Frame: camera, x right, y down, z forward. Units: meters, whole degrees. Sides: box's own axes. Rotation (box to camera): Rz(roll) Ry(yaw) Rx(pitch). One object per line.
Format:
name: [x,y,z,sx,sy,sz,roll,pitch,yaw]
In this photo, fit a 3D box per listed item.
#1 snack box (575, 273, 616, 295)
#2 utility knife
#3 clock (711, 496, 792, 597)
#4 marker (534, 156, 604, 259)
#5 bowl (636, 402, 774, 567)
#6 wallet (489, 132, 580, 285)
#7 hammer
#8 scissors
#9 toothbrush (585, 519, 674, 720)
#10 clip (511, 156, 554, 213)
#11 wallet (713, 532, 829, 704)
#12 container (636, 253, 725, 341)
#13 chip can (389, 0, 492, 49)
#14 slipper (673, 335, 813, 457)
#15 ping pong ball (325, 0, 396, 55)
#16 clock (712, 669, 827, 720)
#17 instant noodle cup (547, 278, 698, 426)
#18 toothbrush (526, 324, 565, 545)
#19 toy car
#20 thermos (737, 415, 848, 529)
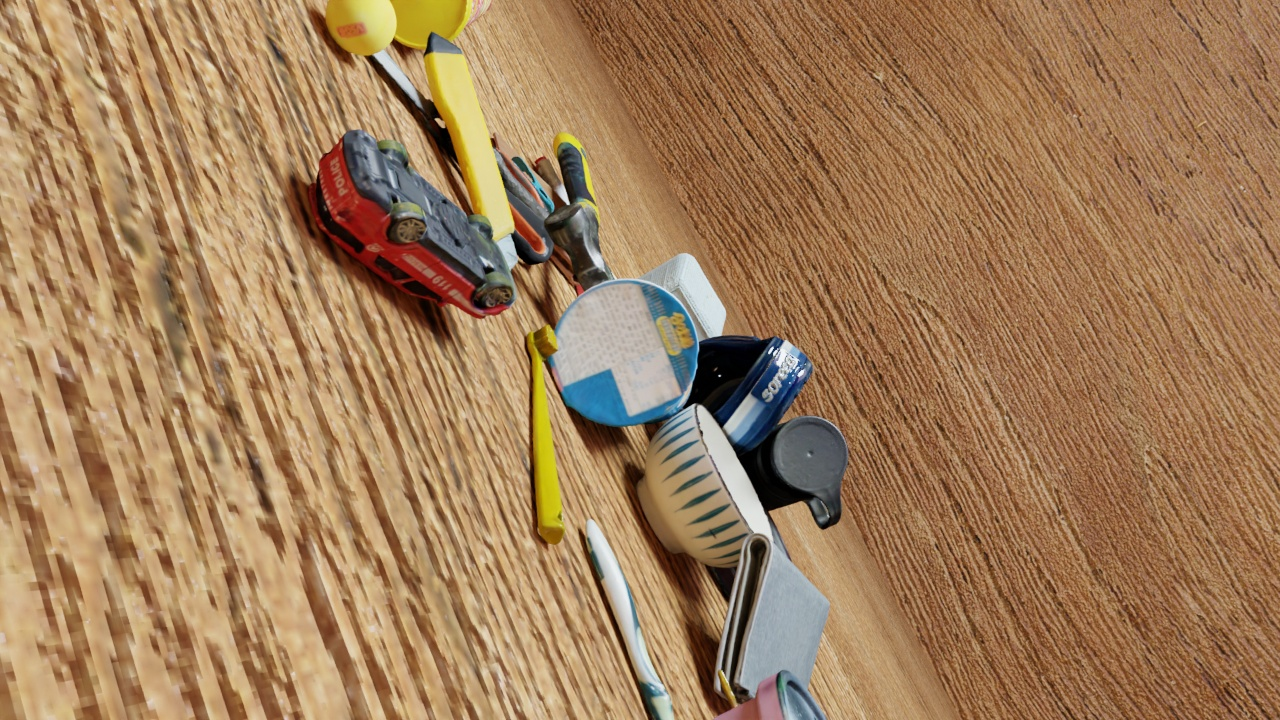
snack box: [-0.023,-0.031,0.807,0.075,0.025,0.152,51,14,-43]
utility knife: [-0.115,-0.139,0.622,0.033,0.015,0.176,-12,83,-40]
clock: [0.092,0.160,0.756,0.122,0.055,0.082,53,13,-44]
marker: [-0.066,-0.140,0.923,0.145,0.017,0.017,61,10,1]
bowl: [0.039,0.096,0.649,0.116,0.066,0.116,58,12,-19]
wallet: [-0.088,-0.131,0.789,0.115,0.020,0.101,46,18,-44]
hammer: [-0.048,-0.125,0.786,0.322,0.032,0.126,-105,170,-59]
scissors: [-0.128,-0.148,0.634,0.235,0.022,0.139,31,37,-58]
toothbrush: [0.010,0.163,0.456,0.191,0.018,0.016,66,12,26]
clip: [-0.090,-0.141,0.747,0.055,0.013,0.034,52,18,-14]
wallet: [0.084,0.186,0.610,0.130,0.037,0.106,49,53,-50]
container: [0.031,-0.046,0.944,0.090,0.090,0.111,58,14,-11]
chip can: [-0.163,-0.302,0.748,0.073,0.073,0.216,56,11,-23]
slipper: [0.065,0.032,0.777,0.095,0.105,0.253,39,-14,0]
ping pong ball: [-0.165,-0.202,0.543,0.040,0.040,0.040,57,11,-18]
clock: [0.089,0.249,0.495,0.158,0.060,0.117,57,10,-11]
instant noodle cup: [-0.004,0.004,0.644,0.099,0.099,0.110,63,3,13]
toothbrush: [-0.052,0.032,0.517,0.016,0.017,0.189,53,12,-31]
toy car: [-0.104,-0.058,0.433,0.120,0.045,0.053,37,27,-53]
thermos: [0.121,0.107,0.801,0.243,0.068,0.090,110,-39,-78]
